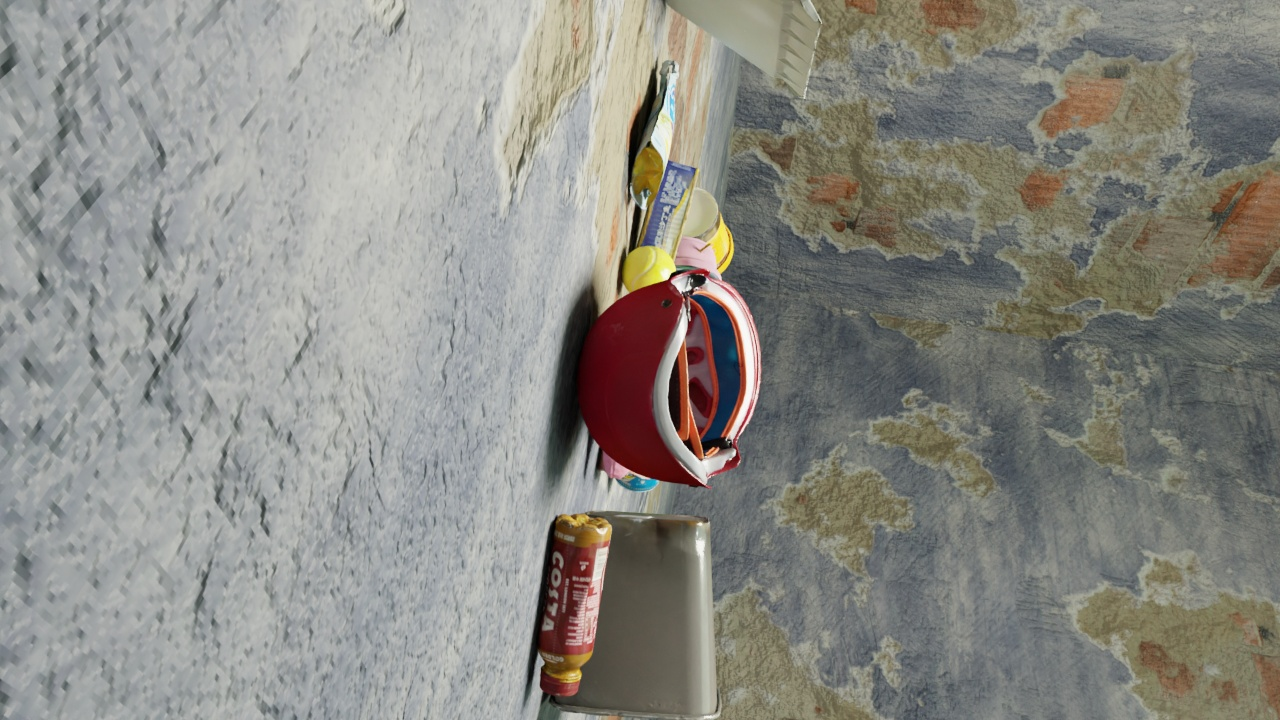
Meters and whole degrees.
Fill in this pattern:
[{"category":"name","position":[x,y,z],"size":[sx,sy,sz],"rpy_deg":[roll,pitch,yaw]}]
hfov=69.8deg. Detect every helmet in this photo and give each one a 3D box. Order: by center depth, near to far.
[{"category":"helmet","position":[0.023,0.016,0.934],"size":[0.239,0.144,0.207],"rpy_deg":[-34,116,-60]}]

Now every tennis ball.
[{"category":"tennis ball","position":[0.010,-0.104,1.100],"size":[0.065,0.065,0.065],"rpy_deg":[11,88,-84]}]

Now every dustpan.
[{"category":"dustpan","position":[0.117,-0.449,1.016],"size":[0.142,0.258,0.222],"rpy_deg":[-57,173,0]}]

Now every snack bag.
[{"category":"snack bag","position":[0.021,-0.273,1.096],"size":[0.110,0.039,0.190],"rpy_deg":[89,9,-46]}]

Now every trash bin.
[{"category":"trash bin","position":[0.000,0.295,1.099],"size":[0.199,0.199,0.219],"rpy_deg":[62,30,-83]}]

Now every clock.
[{"category":"clock","position":[0.054,-0.111,1.282],"size":[0.159,0.117,0.059],"rpy_deg":[84,5,-61]}]

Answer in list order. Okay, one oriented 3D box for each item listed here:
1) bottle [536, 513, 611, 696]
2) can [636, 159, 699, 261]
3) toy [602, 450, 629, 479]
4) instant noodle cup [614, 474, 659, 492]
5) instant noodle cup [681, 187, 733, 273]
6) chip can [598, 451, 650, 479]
[{"category":"bottle","position":[-0.069,0.245,0.920],"size":[0.057,0.057,0.175],"rpy_deg":[-4,103,-84]},{"category":"can","position":[0.030,-0.177,1.157],"size":[0.074,0.049,0.148],"rpy_deg":[-114,-141,-84]},{"category":"toy","position":[-0.014,0.044,1.053],"size":[0.178,0.075,0.195],"rpy_deg":[-25,124,-62]},{"category":"instant noodle cup","position":[0.003,0.126,1.292],"size":[0.099,0.099,0.110],"rpy_deg":[-75,179,-45]},{"category":"instant noodle cup","position":[0.078,-0.195,1.396],"size":[0.114,0.118,0.118],"rpy_deg":[66,33,-65]},{"category":"chip can","position":[-0.003,0.042,1.178],"size":[0.071,0.071,0.214],"rpy_deg":[48,52,-82]}]
